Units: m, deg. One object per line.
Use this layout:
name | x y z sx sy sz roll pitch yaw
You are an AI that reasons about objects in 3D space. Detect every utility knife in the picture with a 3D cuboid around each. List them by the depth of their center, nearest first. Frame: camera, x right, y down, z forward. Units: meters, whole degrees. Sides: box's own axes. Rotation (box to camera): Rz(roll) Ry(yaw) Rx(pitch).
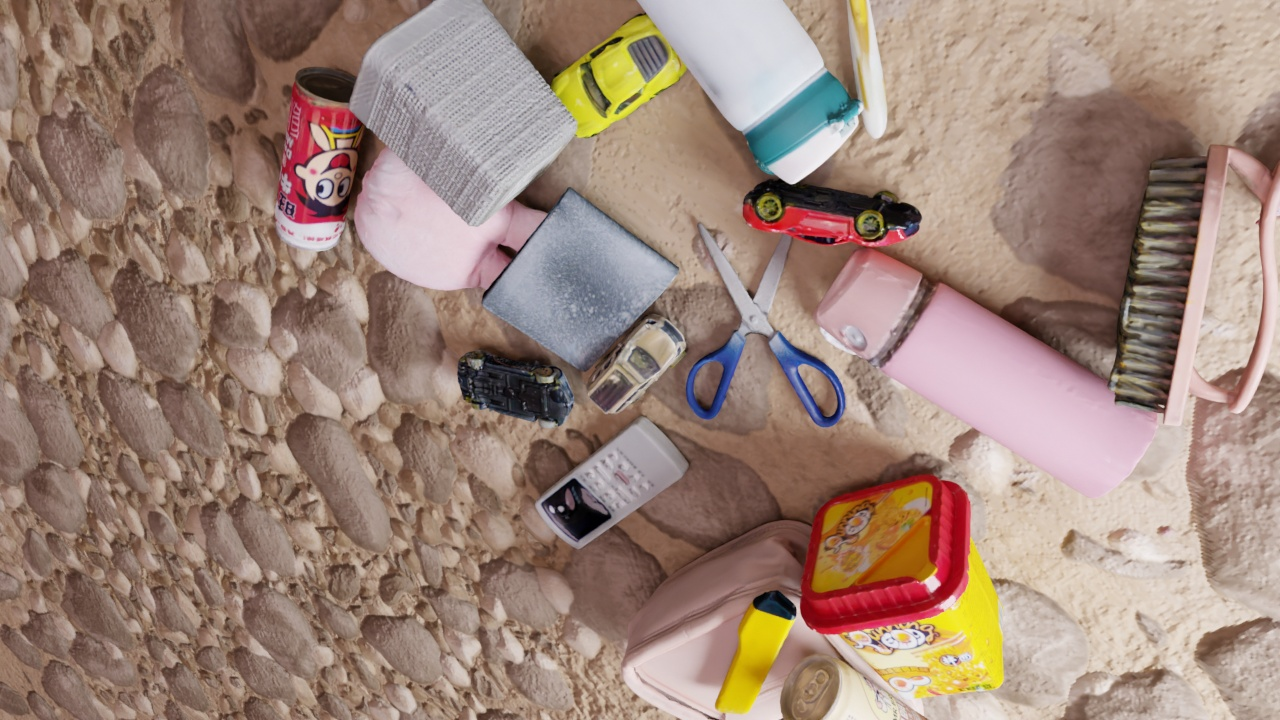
utility knife | 0.079 0.211 0.658 0.033 0.015 0.154 19 130 7

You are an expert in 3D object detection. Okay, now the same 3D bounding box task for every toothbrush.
toothbrush | 0.116 -0.217 0.507 0.016 0.018 0.191 -2 114 29

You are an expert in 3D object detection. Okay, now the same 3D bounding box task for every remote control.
remote control | -0.027 0.104 0.752 0.058 0.021 0.150 47 126 -3

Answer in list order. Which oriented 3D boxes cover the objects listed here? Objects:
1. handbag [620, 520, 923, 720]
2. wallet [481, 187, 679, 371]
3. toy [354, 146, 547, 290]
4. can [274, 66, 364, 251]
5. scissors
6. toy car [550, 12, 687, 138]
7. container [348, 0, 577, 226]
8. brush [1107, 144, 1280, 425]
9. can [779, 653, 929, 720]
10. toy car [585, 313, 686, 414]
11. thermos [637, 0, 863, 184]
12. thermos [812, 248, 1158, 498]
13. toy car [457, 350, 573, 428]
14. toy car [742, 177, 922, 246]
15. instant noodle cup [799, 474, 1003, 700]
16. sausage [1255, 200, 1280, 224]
handbag | 0.122 0.251 0.732 0.234 0.093 0.194 43 126 -10
wallet | -0.046 -0.054 0.657 0.097 0.019 0.121 35 124 -15
toy | -0.132 -0.094 0.677 0.159 0.054 0.122 28 126 -4
can | -0.245 -0.151 0.702 0.053 0.053 0.133 31 126 8
scissors | 0.081 -0.016 0.639 0.162 0.012 0.176 41 125 3
toy car | -0.019 -0.179 0.588 0.105 0.032 0.048 -24 104 36
container | -0.113 -0.160 0.598 0.114 0.090 0.090 48 154 -8
brush | 0.297 -0.041 0.486 0.073 0.063 0.146 10 118 29
can | 0.158 0.258 0.647 0.116 0.058 0.059 37 129 -20
toy car | -0.004 0.004 0.678 0.042 0.035 0.091 43 124 -2
thermos | 0.039 -0.203 0.525 0.073 0.073 0.224 -33 99 36
thermos | 0.201 0.008 0.564 0.198 0.067 0.087 31 153 8
toy car | -0.099 0.021 0.736 0.106 0.031 0.049 13 122 21
toy car | 0.116 -0.088 0.559 0.106 0.049 0.031 12 121 20
instant noodle cup | 0.186 0.161 0.629 0.116 0.115 0.123 -22 117 33
sausage | 0.354 -0.127 0.438 0.020 0.020 0.156 34 127 6
